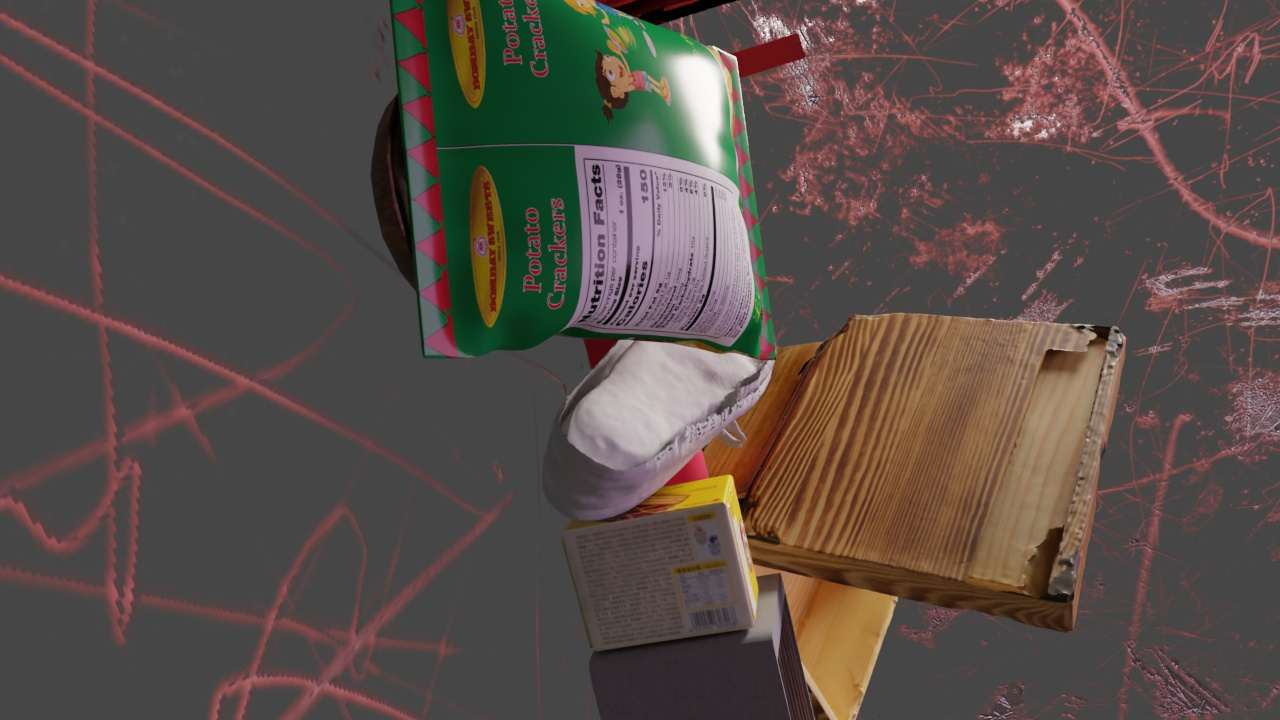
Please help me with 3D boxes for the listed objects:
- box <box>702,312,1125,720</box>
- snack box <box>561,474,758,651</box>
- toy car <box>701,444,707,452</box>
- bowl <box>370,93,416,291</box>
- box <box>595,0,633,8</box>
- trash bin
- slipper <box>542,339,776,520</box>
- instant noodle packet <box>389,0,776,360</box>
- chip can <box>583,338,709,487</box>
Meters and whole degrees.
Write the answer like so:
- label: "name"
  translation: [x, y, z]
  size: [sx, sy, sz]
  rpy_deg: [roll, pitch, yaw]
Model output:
- label: "box"
  translation: [0.216, 0.117, 0.741]
  size: [0.286, 0.335, 0.278]
  rpy_deg: [57, 48, -24]
- label: "snack box"
  translation: [0.014, 0.127, 0.580]
  size: [0.061, 0.106, 0.083]
  rpy_deg: [-48, 126, -76]
- label: "toy car"
  translation: [0.045, 0.049, 0.909]
  size: [0.043, 0.056, 0.120]
  rpy_deg: [25, 52, -75]
- label: "bowl"
  translation: [-0.104, -0.073, 0.437]
  size: [0.102, 0.026, 0.114]
  rpy_deg: [59, 24, -54]
- label: "box"
  translation: [-0.018, -0.314, 0.621]
  size: [0.164, 0.214, 0.153]
  rpy_deg: [-80, 155, -59]
- label: "trash bin"
  translation: [0.059, 0.277, 0.613]
  size: [0.114, 0.114, 0.229]
  rpy_deg: [-34, 111, -76]
- label: "slipper"
  translation: [0.020, 0.028, 0.616]
  size: [0.112, 0.075, 0.246]
  rpy_deg: [48, 40, 3]
- label: "instant noodle packet"
  translation: [-0.015, -0.097, 0.480]
  size: [0.252, 0.091, 0.195]
  rpy_deg: [0, 81, -47]
- label: "chip can"
  translation: [-0.004, 0.004, 0.703]
  size: [0.069, 0.069, 0.220]
  rpy_deg: [-60, 137, -71]
